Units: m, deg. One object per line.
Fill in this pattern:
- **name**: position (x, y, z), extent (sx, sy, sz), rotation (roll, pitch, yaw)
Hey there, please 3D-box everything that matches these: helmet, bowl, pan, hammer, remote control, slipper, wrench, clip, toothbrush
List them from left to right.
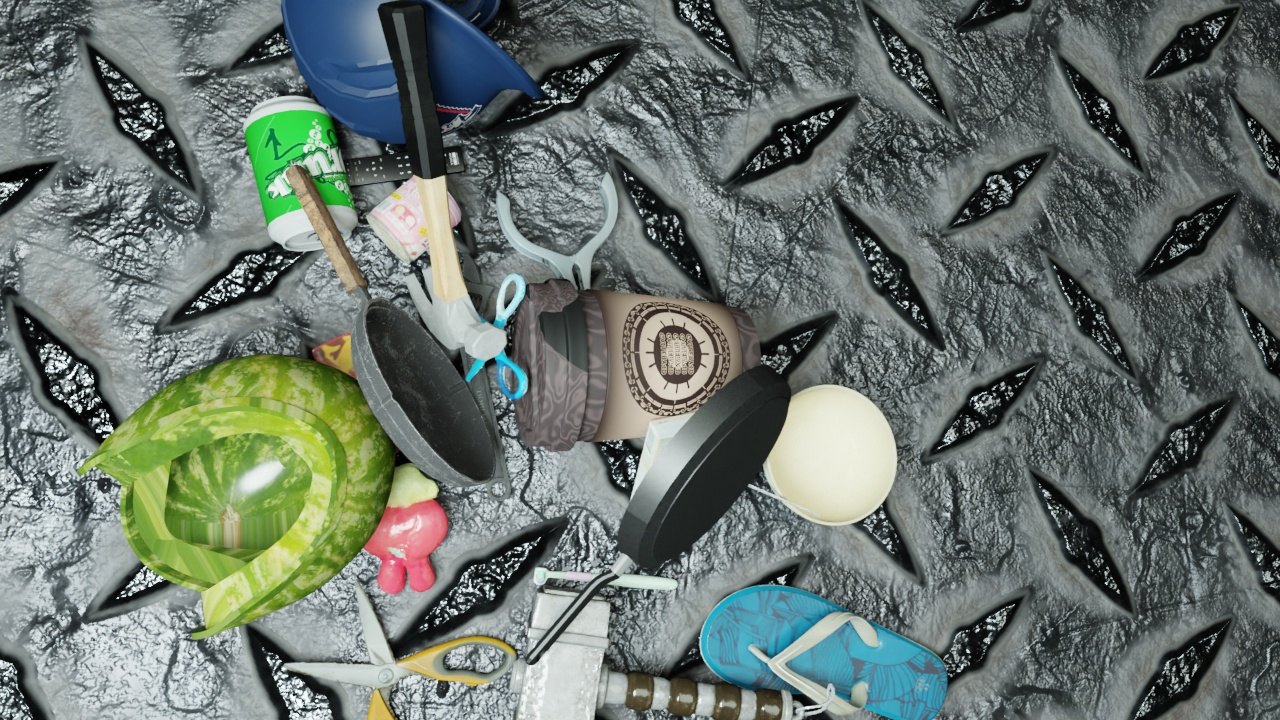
- **helmet**: position (-0.336, 0.104, 0.807), extent (0.242, 0.248, 0.213), rotation (-35, 98, -20)
- **pan**: position (-0.247, -0.030, 0.865), extent (0.040, 0.207, 0.357), rotation (-32, 88, 6)
- **remote control**: position (-0.263, -0.211, 0.998), extent (0.140, 0.009, 0.030), rotation (-11, 83, -14)
- **helmet**: position (-0.222, -0.321, 0.912), extent (0.272, 0.232, 0.223), rotation (26, 96, 7)
- **hammer**: position (-0.194, -0.160, 0.857), extent (0.039, 0.131, 0.329), rotation (-27, 129, -33)
- **wrench**: position (-0.176, 0.015, 0.977), extent (0.073, 0.018, 0.273), rotation (-11, 85, -14)
- **clip**: position (-0.081, -0.152, 1.022), extent (0.164, 0.032, 0.165), rotation (34, 76, -5)
- **toothbrush**: position (-0.035, 0.233, 0.973), extent (0.154, 0.015, 0.022), rotation (6, 114, -11)
- **pan**: position (0.022, 0.153, 0.859), extent (0.034, 0.225, 0.356), rotation (38, 82, 22)
- **hammer**: position (0.033, 0.337, 0.922), extent (0.326, 0.079, 0.176), rotation (9, 79, -5)
- **toothbrush**: position (0.109, 0.125, 0.976), extent (0.182, 0.010, 0.010), rotation (21, 74, 26)
- **bowl**: position (0.198, 0.106, 1.016), extent (0.150, 0.075, 0.150), rotation (2, 81, -13)
- **slipper**: position (0.210, 0.321, 0.993), extent (0.295, 0.060, 0.118), rotation (20, 74, -9)

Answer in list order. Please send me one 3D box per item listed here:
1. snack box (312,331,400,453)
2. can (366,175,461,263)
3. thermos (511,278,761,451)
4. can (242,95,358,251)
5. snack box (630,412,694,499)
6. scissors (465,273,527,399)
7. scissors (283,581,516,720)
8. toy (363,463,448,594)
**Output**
- **snack box**: position (-0.269, 0.029, 0.951), extent (0.089, 0.021, 0.133), rotation (-28, 88, -15)
- **can**: position (-0.237, -0.151, 0.964), extent (0.076, 0.067, 0.067), rotation (-44, 92, -15)
- **thermos**: position (-0.006, 0.005, 0.945), extent (0.226, 0.173, 0.172), rotation (0, 81, -19)
- **can**: position (-0.346, -0.189, 0.935), extent (0.087, 0.088, 0.140), rotation (-14, 84, -15)
- **snack box**: position (0.040, 0.110, 0.945), extent (0.081, 0.150, 0.026), rotation (-9, 51, -19)
- **scissors**: position (-0.142, -0.018, 0.926), extent (0.011, 0.134, 0.140), rotation (6, 42, -46)
- **scissors**: position (-0.230, 0.322, 0.909), extent (0.229, 0.016, 0.225), rotation (-12, 88, -18)
- **toy**: position (-0.239, 0.170, 0.921), extent (0.091, 0.045, 0.135), rotation (-9, 96, -4)
